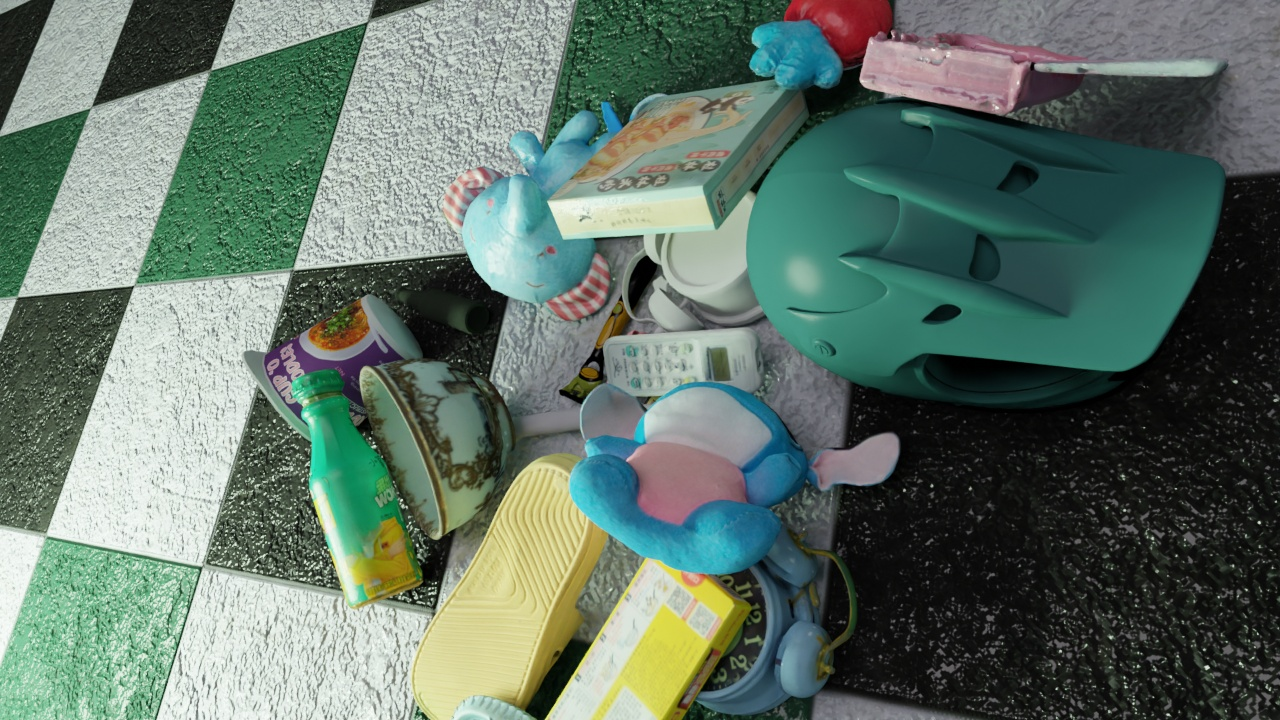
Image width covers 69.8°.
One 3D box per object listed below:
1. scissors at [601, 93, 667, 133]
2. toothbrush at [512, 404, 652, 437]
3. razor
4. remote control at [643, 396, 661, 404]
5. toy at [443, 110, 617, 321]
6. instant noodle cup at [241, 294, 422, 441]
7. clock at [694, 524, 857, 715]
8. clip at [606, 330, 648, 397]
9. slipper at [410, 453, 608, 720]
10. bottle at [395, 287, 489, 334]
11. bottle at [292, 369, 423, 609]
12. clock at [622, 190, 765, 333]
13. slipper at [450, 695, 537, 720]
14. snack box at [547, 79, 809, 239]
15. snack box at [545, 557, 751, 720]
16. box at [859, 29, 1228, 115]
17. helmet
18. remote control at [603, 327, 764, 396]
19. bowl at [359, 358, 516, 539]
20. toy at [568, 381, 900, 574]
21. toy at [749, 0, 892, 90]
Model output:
[{"bbox_3d":[-0.017,-0.204,0.868,0.126,0.013,0.125,-29,59,15],"label":"scissors"},{"bbox_3d":[-0.034,0.045,0.758,0.188,0.018,0.019,-10,66,37],"label":"toothbrush"},{"bbox_3d":[-0.022,-0.028,0.795,0.044,0.021,0.144,23,82,37],"label":"razor"},{"bbox_3d":[0.023,0.051,0.735,0.058,0.013,0.133,33,90,38],"label":"remote control"},{"bbox_3d":[-0.085,-0.134,0.813,0.183,0.114,0.181,41,107,13],"label":"toy"},{"bbox_3d":[-0.292,-0.001,0.899,0.122,0.137,0.122,-38,40,3],"label":"instant noodle cup"},{"bbox_3d":[0.073,0.174,0.622,0.162,0.060,0.118,-26,58,26],"label":"clock"},{"bbox_3d":[-0.012,0.004,0.775,0.045,0.023,0.059,-13,69,27],"label":"clip"},{"bbox_3d":[-0.089,0.184,0.708,0.099,0.078,0.264,35,111,23],"label":"slipper"},{"bbox_3d":[-0.202,-0.054,0.915,0.123,0.033,0.033,17,81,37],"label":"bottle"},{"bbox_3d":[-0.258,0.111,0.816,0.068,0.068,0.209,-24,81,23],"label":"bottle"},{"bbox_3d":[0.054,-0.078,0.743,0.160,0.061,0.119,-22,57,30],"label":"clock"},{"bbox_3d":[-0.046,0.329,0.614,0.276,0.069,0.116,19,112,34],"label":"slipper"},{"bbox_3d":[0.035,-0.164,0.741,0.142,0.044,0.193,2,38,35],"label":"snack box"},{"bbox_3d":[0.003,0.202,0.604,0.075,0.025,0.152,33,93,40],"label":"snack box"},{"bbox_3d":[0.253,-0.174,0.557,0.179,0.232,0.040,16,114,30],"label":"box"},{"bbox_3d":[0.189,-0.062,0.554,0.275,0.200,0.176,20,82,37],"label":"helmet"},{"bbox_3d":[0.033,0.002,0.718,0.134,0.022,0.050,-3,101,30],"label":"remote control"},{"bbox_3d":[-0.165,0.063,0.789,0.093,0.160,0.160,-24,48,-26],"label":"bowl"},{"bbox_3d":[0.052,0.075,0.612,0.224,0.191,0.099,10,109,16],"label":"toy"},{"bbox_3d":[0.147,-0.261,0.741,0.132,0.062,0.092,-43,51,-17],"label":"toy"}]
